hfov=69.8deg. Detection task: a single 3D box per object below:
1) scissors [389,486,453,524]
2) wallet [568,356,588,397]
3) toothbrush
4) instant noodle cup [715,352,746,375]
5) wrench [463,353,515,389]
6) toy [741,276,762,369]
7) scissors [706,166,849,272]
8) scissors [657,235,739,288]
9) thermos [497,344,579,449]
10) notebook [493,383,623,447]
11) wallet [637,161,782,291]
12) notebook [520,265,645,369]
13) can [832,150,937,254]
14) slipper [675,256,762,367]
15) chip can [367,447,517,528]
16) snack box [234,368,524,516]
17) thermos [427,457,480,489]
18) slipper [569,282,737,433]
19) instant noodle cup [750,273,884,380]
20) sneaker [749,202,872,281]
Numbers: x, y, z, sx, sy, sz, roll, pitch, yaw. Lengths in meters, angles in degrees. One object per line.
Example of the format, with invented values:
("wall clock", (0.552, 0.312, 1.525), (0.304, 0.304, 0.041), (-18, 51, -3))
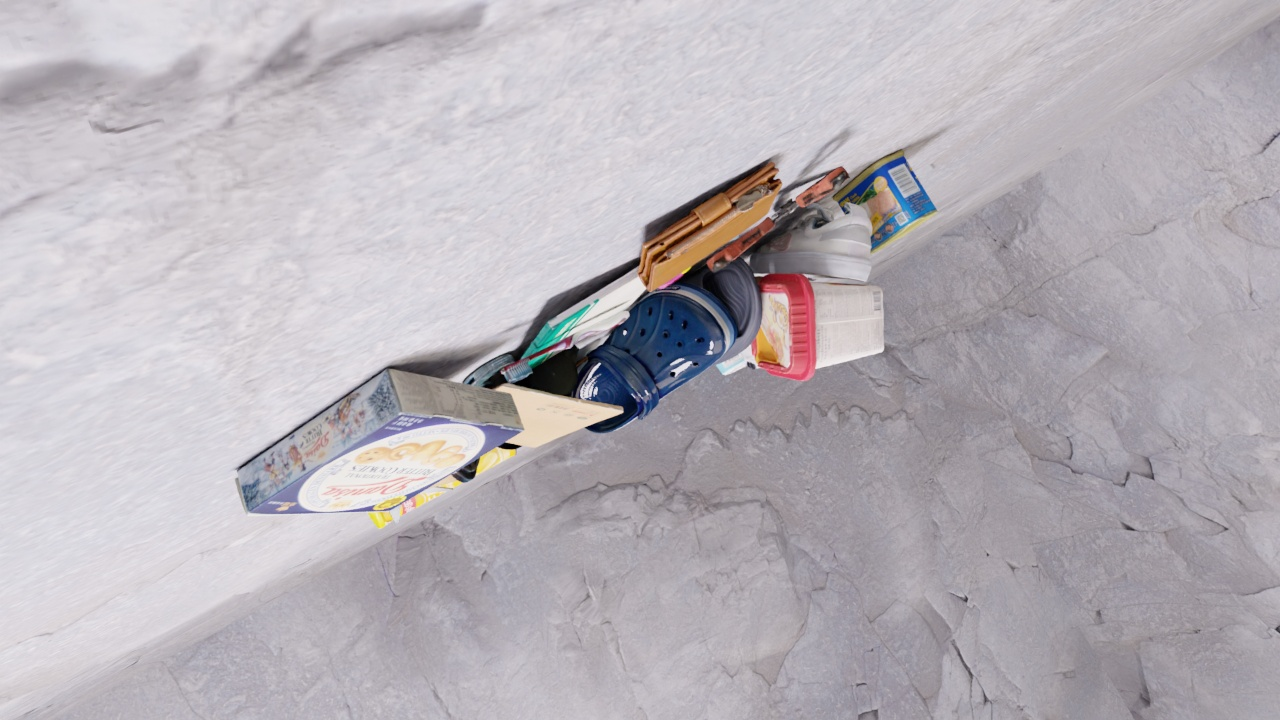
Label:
("scissors", (-0.304, 0.151, 1.104), (0.220, 0.021, 0.233), (-6, 146, -41))
("wallet", (-0.093, 0.035, 1.218), (0.106, 0.037, 0.130), (-52, -170, -6))
("toothbrush", (-0.066, -0.016, 0.884), (0.016, 0.017, 0.187), (-35, 176, 41))
("instant noodle cup", (0.121, -0.049, 1.256), (0.111, 0.120, 0.111), (-29, 175, -3))
("wrench", (-0.181, 0.039, 1.046), (0.056, 0.016, 0.274), (-27, 174, -19))
("toy", (0.169, -0.047, 1.149), (0.199, 0.130, 0.140), (15, 171, -19))
("scissors", (0.138, -0.142, 0.889), (0.189, 0.015, 0.223), (-36, -176, -2))
("scissors", (0.063, -0.113, 0.927), (0.133, 0.017, 0.134), (-36, 171, 17))
("thermos", (-0.128, 0.044, 1.117), (0.089, 0.068, 0.243), (-46, -177, -27))
("notebook", (-0.135, 0.066, 1.039), (0.147, 0.008, 0.208), (14, 158, -31))
("wallet", (0.057, -0.112, 0.786), (0.131, 0.031, 0.108), (-35, 174, -6))
("notebook", (-0.054, -0.041, 0.916), (0.150, 0.012, 0.210), (-33, 177, -23))
("can", (0.288, -0.184, 1.080), (0.057, 0.083, 0.102), (-27, 174, -28))
("slipper", (0.033, -0.028, 1.082), (0.083, 0.110, 0.269), (-20, 172, -45))
("chip can", (-0.277, 0.147, 1.254), (0.213, 0.072, 0.072), (-28, 175, -25))
("snack box", (-0.224, 0.079, 0.816), (0.183, 0.045, 0.177), (-32, 160, 18))
("thermos", (-0.240, 0.101, 0.963), (0.143, 0.093, 0.093), (-22, 176, 9))
("slipper", (-0.006, 0.006, 1.014), (0.254, 0.105, 0.095), (-39, -178, 41))
("instant noodle cup", (0.200, -0.042, 1.032), (0.124, 0.116, 0.116), (-6, -172, -19))
("sneaker", (0.199, -0.143, 1.098), (0.089, 0.091, 0.242), (6, -177, -17))
